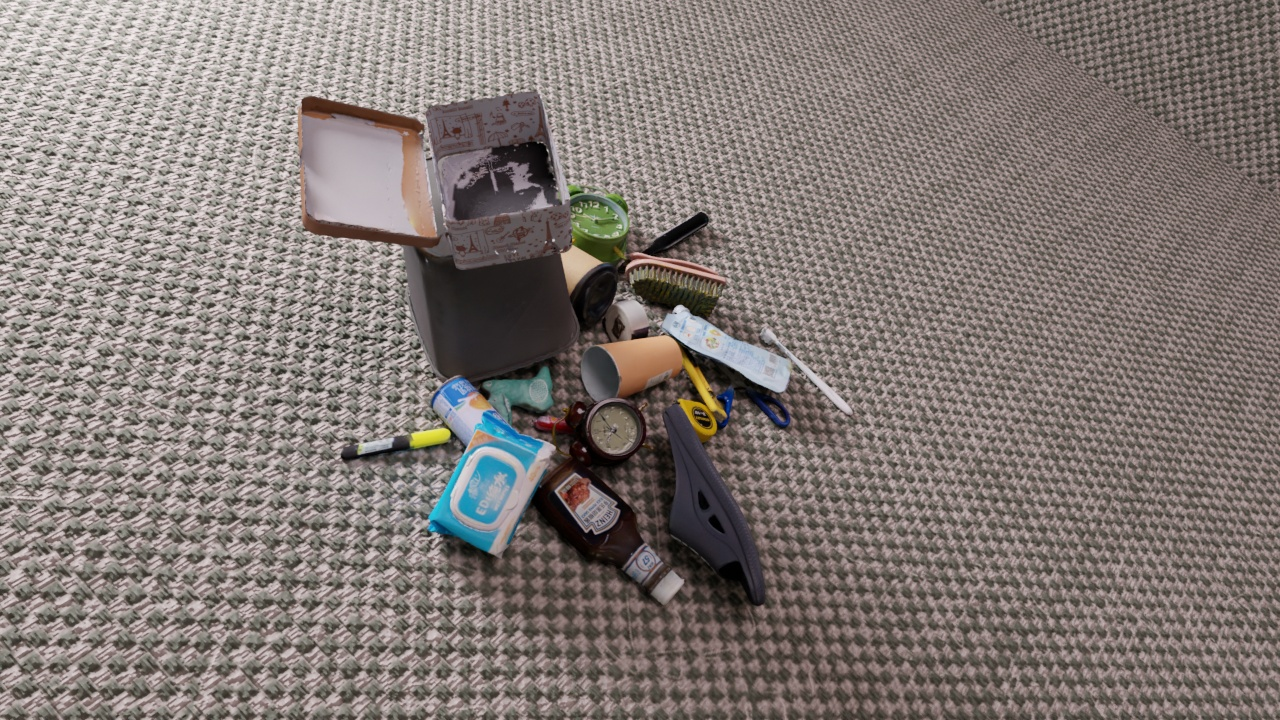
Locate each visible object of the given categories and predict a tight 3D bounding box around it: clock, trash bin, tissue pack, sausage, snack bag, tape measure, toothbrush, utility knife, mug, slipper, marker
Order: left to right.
[{"bbox_3d":[-0.277,0.096,1.042,0.124,0.015,0.018,-9,54,-27],"label":"marker"},{"bbox_3d":[-0.190,-0.123,1.100,0.198,0.220,0.198,-19,58,-14],"label":"trash bin"},{"bbox_3d":[-0.160,0.136,0.987,0.090,0.063,0.140,26,81,0],"label":"tissue pack"},{"bbox_3d":[-0.061,0.086,1.143,0.155,0.020,0.020,9,48,-17],"label":"sausage"},{"bbox_3d":[-0.072,-0.208,1.374,0.116,0.056,0.161,10,47,-17],"label":"clock"},{"bbox_3d":[-0.048,0.087,1.105,0.121,0.055,0.082,-5,81,-18],"label":"clock"},{"bbox_3d":[-0.019,-0.049,1.249,0.033,0.066,0.065,-17,60,-33],"label":"tape measure"},{"bbox_3d":[-0.007,0.007,1.202,0.122,0.078,0.078,-15,58,-39],"label":"mug"},{"bbox_3d":[0.035,-0.182,1.420,0.026,0.027,0.212,47,50,8],"label":"toothbrush"},{"bbox_3d":[0.071,0.081,1.197,0.060,0.029,0.057,13,44,-41],"label":"tape measure"},{"bbox_3d":[0.067,0.176,1.078,0.083,0.111,0.268,-23,58,-3],"label":"slipper"},{"bbox_3d":[0.079,0.022,1.250,0.033,0.015,0.154,26,27,-47],"label":"utility knife"},{"bbox_3d":[0.119,-0.018,1.283,0.191,0.039,0.110,26,33,-2],"label":"snack bag"},{"bbox_3d":[0.242,0.018,1.346,0.180,0.016,0.016,45,50,14],"label":"toothbrush"}]

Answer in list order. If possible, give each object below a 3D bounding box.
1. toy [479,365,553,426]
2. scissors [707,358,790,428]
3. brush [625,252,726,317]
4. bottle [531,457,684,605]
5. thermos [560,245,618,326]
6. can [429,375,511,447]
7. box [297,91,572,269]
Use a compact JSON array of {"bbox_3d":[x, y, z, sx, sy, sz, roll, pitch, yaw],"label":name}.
[{"bbox_3d":[-0.151,0.047,1.132,0.091,0.030,0.096,1,58,-17],"label":"toy"},{"bbox_3d":[0.139,0.041,1.279,0.162,0.012,0.175,30,44,5],"label":"scissors"},{"bbox_3d":[0.048,-0.117,1.344,0.145,0.063,0.072,14,50,-10],"label":"brush"},{"bbox_3d":[-0.034,0.197,1.039,0.195,0.044,0.079,41,51,13],"label":"bottle"},{"bbox_3d":[-0.100,-0.119,1.266,0.143,0.093,0.092,38,45,22],"label":"thermos"},{"bbox_3d":[-0.183,0.081,1.067,0.134,0.053,0.053,44,48,17],"label":"can"},{"bbox_3d":[-0.210,-0.190,0.946,0.271,0.107,0.177,-4,56,-19],"label":"box"}]
